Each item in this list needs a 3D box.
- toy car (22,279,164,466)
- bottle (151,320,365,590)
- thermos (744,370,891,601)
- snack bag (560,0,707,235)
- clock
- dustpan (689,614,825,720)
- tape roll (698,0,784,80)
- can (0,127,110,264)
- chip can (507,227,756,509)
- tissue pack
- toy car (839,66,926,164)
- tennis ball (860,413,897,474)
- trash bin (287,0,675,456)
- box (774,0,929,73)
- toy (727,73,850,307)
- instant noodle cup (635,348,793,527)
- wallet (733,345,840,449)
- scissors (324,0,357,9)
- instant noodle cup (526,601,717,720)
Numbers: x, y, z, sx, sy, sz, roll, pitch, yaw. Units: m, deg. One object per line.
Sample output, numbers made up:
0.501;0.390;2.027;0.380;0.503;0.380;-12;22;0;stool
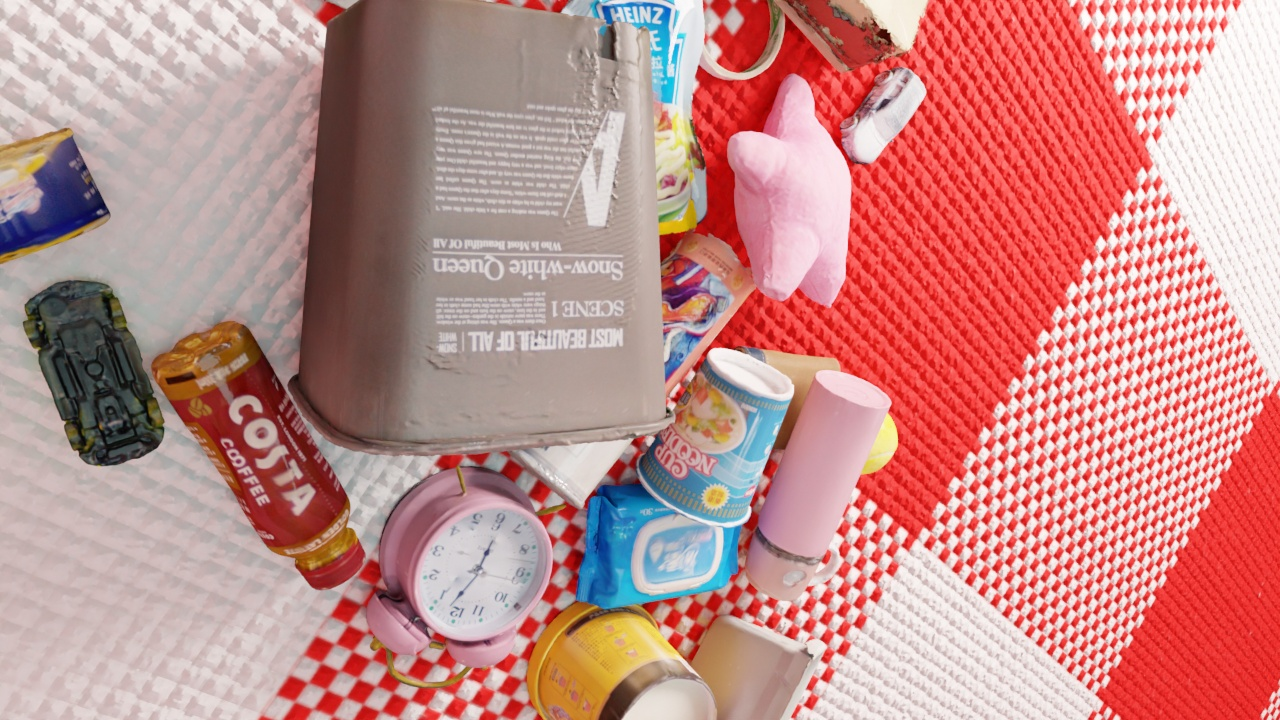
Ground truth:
-0.304;0.007;0.513;0.048;0.032;0.105;-20;101;-26;toy car
-0.225;0.063;0.560;0.057;0.057;0.175;-32;117;-21;bottle
0.154;0.111;0.779;0.087;0.067;0.199;9;112;-18;thermos
-0.004;-0.181;0.630;0.110;0.039;0.191;-8;109;-16;snack bag
-0.126;0.156;0.645;0.117;0.060;0.158;25;91;-33;clock
0.101;0.326;0.755;0.142;0.258;0.222;30;86;-10;dustpan
0.072;-0.255;0.689;0.085;0.014;0.086;-9;107;-30;tape roll
-0.343;-0.067;0.444;0.148;0.075;0.049;-27;118;-24;can
-0.004;0.004;0.675;0.214;0.071;0.071;-50;122;-12;chip can
0.023;0.145;0.740;0.157;0.052;0.095;-1;103;-32;tissue pack
0.205;-0.206;0.774;0.090;0.034;0.043;-51;126;-9;toy car
0.196;0.069;0.820;0.065;0.065;0.065;-9;107;-30;tennis ball
-0.090;-0.077;0.524;0.198;0.199;0.220;-2;103;-29;trash bin
0.146;-0.299;0.676;0.168;0.077;0.091;33;70;-33;box
0.120;-0.110;0.701;0.178;0.075;0.194;64;36;-26;toy
0.061;0.053;0.696;0.099;0.099;0.110;9;115;-33;instant noodle cup
0.115;0.035;0.782;0.115;0.033;0.090;5;103;-34;wallet
-0.110;-0.242;0.577;0.170;0.019;0.179;6;101;-32;scissors
-0.011;0.259;0.712;0.118;0.114;0.118;-8;106;-31;instant noodle cup
